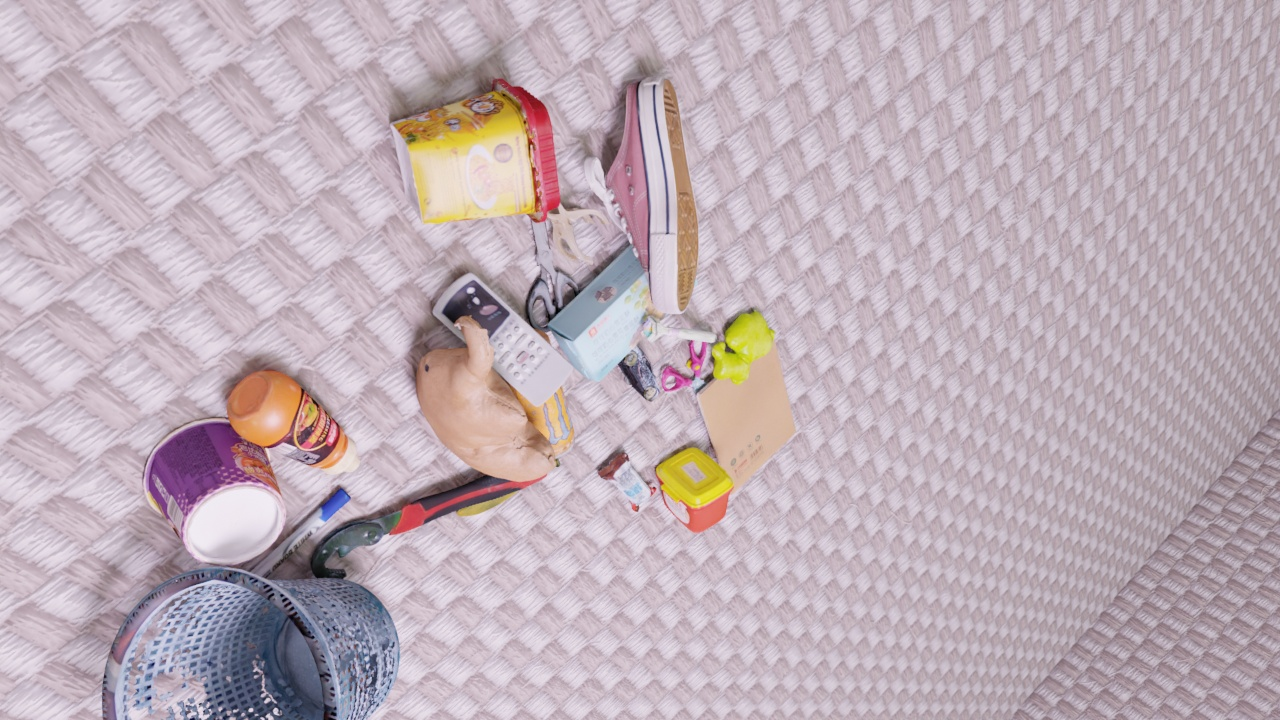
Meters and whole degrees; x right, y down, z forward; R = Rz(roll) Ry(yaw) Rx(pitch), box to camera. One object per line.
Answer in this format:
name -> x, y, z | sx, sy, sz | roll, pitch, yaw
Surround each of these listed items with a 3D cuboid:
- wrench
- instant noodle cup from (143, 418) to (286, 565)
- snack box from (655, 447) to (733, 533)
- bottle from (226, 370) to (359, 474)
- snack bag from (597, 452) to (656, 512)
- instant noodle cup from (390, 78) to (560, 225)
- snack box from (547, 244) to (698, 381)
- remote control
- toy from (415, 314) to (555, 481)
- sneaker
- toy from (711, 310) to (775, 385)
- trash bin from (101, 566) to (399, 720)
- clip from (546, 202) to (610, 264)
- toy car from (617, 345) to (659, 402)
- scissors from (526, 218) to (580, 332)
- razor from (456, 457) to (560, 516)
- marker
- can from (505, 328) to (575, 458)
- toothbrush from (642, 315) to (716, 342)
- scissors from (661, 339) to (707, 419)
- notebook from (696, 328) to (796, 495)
wrench -> -0.225, 0.165, 1.000 | 0.273, 0.016, 0.056 | -23, 121, -20
instant noodle cup -> -0.371, 0.122, 0.816 | 0.111, 0.099, 0.112 | -21, 127, -31
snack box -> 0.070, 0.175, 1.214 | 0.081, 0.091, 0.080 | -26, 136, -26
bottle -> -0.315, 0.068, 0.860 | 0.066, 0.067, 0.149 | -47, 142, -8
snack bag -> -0.014, 0.158, 1.178 | 0.045, 0.026, 0.105 | -39, 133, -2
instant noodle cup -> -0.149, -0.179, 0.819 | 0.123, 0.116, 0.116 | -16, 124, -19
snack box -> -0.017, -0.063, 1.016 | 0.174, 0.052, 0.074 | -46, 140, -16
remote control -> -0.138, -0.021, 0.923 | 0.150, 0.021, 0.058 | 43, 88, -13
toy -> -0.165, 0.039, 0.907 | 0.226, 0.143, 0.082 | 72, 37, -50
sneaker -> 0.003, -0.165, 0.943 | 0.118, 0.088, 0.241 | -15, 99, -69
toy -> 0.132, -0.018, 1.181 | 0.096, 0.031, 0.100 | 15, 90, -37
trash bin -> -0.336, 0.294, 0.858 | 0.226, 0.226, 0.195 | -58, 168, 3
clip -> -0.070, -0.150, 0.942 | 0.094, 0.035, 0.102 | -46, 127, -27
toy car -> -0.006, 0.006, 1.080 | 0.031, 0.049, 0.106 | -39, 134, -12
scissors -> -0.107, -0.105, 0.956 | 0.133, 0.014, 0.175 | -52, 136, -4
razor -> -0.152, 0.143, 1.059 | 0.132, 0.028, 0.043 | -32, 135, -18
marker -> -0.352, 0.185, 0.925 | 0.145, 0.017, 0.017 | -44, 134, -10
can -> -0.113, 0.038, 1.005 | 0.058, 0.058, 0.146 | -30, 130, -23
toothbrush -> 0.051, -0.032, 1.075 | 0.189, 0.020, 0.029 | 3, 89, -64
scissors -> 0.065, 0.033, 1.176 | 0.107, 0.017, 0.136 | -37, 135, -27
notebook -> 0.152, 0.075, 1.268 | 0.147, 0.008, 0.208 | -41, 134, -22
